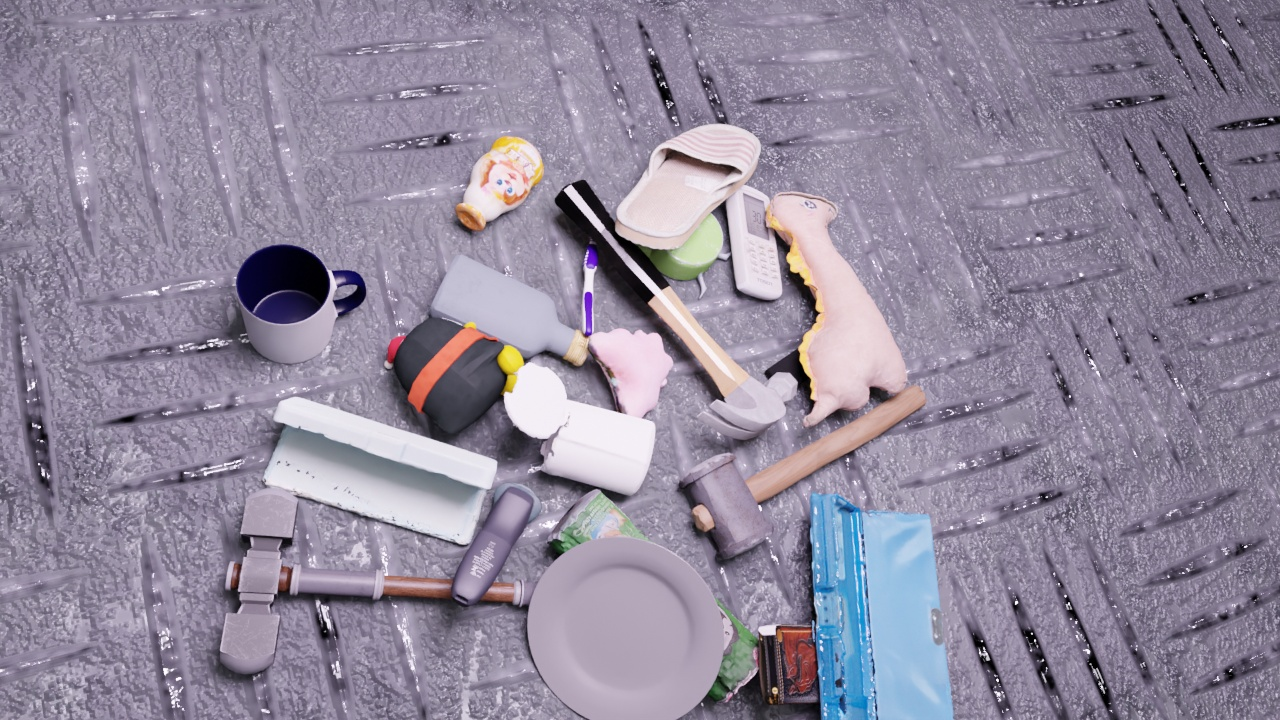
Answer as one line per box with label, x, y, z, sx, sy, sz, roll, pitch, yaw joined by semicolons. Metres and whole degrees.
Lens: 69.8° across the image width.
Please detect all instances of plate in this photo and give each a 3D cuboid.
plate;-0.014;0.243;0.822;0.178;0.012;0.178;1;97;11

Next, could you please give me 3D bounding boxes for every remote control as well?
remote control;0.129;-0.136;1.050;0.060;0.026;0.138;13;64;-39
remote control;0.204;-0.011;1.041;0.149;0.013;0.034;-32;83;-26

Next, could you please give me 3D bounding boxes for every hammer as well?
hammer;0.029;-0.057;0.960;0.328;0.039;0.130;50;38;5
hammer;0.189;0.101;0.979;0.327;0.052;0.098;-23;78;-27
hammer;-0.196;0.203;0.821;0.322;0.043;0.155;8;67;-17

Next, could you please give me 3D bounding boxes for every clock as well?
clock;0.043;-0.138;1.025;0.119;0.043;0.094;34;62;-2

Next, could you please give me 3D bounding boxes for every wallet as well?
wallet;0.148;0.285;0.862;0.123;0.019;0.072;24;57;-52

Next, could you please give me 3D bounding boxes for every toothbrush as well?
toothbrush;-0.054;-0.103;0.977;0.016;0.015;0.186;9;55;-11

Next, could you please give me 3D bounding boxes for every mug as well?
mug;-0.310;-0.055;0.851;0.111;0.097;0.078;-17;75;-23

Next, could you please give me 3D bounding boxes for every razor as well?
razor;-0.132;0.164;0.822;0.047;0.052;0.142;28;32;-1

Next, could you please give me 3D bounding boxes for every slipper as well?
slipper;0.059;-0.205;1.005;0.115;0.052;0.262;21;44;17

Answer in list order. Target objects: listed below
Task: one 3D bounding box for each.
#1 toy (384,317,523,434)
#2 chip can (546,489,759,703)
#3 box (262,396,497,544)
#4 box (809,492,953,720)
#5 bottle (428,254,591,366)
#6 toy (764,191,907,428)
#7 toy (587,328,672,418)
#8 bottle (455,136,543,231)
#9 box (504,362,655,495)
toy;-0.184;0.005;0.869;0.119;0.098;0.099;40;67;4
chip can;0.014;0.217;0.859;0.223;0.076;0.075;42;63;2
box;-0.238;0.106;0.836;0.199;0.086;0.096;20;92;-7
box;0.231;0.260;0.923;0.172;0.066;0.231;16;63;-31
bottle;-0.127;-0.042;0.931;0.161;0.046;0.072;25;64;-10
toy;0.194;-0.067;1.013;0.195;0.065;0.264;-22;78;-31
toy;-0.006;0.006;0.945;0.093;0.050;0.102;-37;108;-41
bottle;-0.151;-0.186;0.971;0.063;0.063;0.108;34;64;-2
box;-0.060;0.066;0.872;0.160;0.119;0.084;15;63;-9
